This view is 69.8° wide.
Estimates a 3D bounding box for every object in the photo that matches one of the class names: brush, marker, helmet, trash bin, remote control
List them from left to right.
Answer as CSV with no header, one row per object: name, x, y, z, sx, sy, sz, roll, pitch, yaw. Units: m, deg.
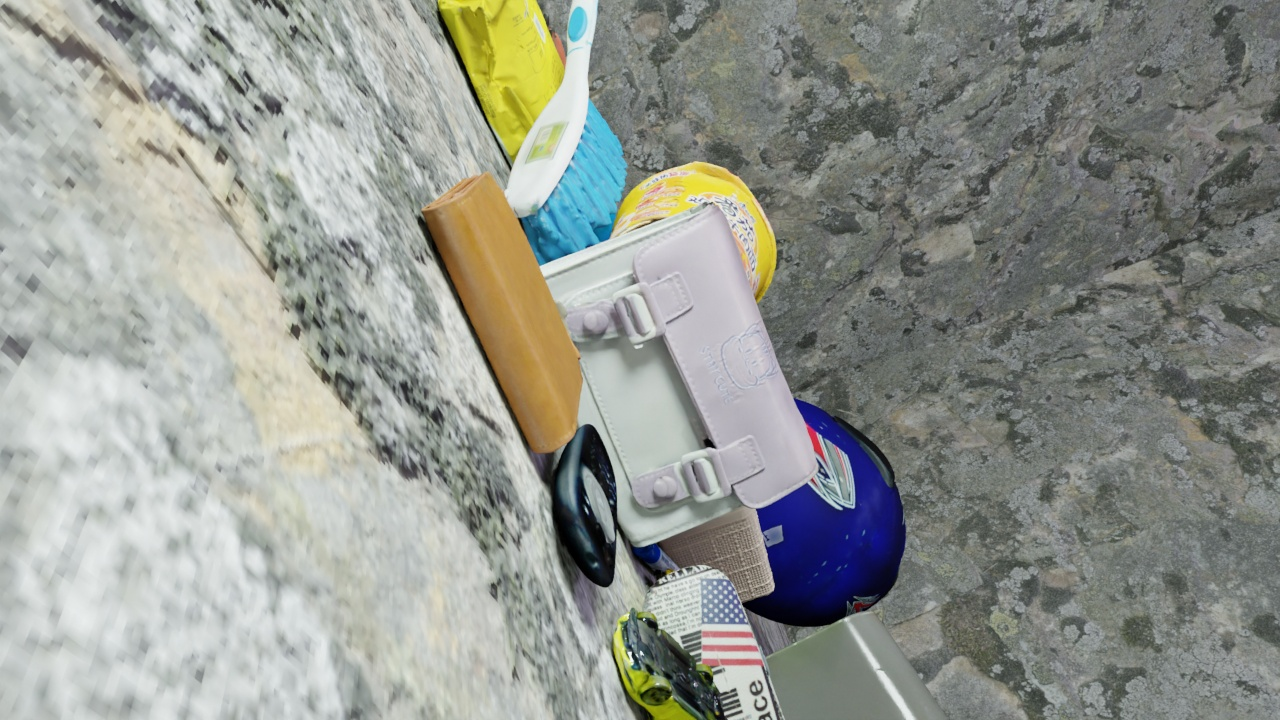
brush,-0.046,-0.214,0.742,0.109,0.061,0.313,53,41,-40
remote control,-0.029,0.073,0.479,0.136,0.024,0.053,-91,161,-74
marker,0.018,0.158,0.703,0.146,0.017,0.017,60,10,-62
helmet,0.166,0.156,1.091,0.240,0.247,0.315,42,12,-40
trash bin,0.180,0.342,0.735,0.219,0.198,0.199,65,2,33

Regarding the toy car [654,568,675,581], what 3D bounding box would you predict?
toy car,0.049,0.218,0.646,0.071,0.041,0.156,-14,81,-86

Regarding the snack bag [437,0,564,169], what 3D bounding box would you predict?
snack bag,-0.116,-0.278,0.807,0.246,0.068,0.158,-104,171,-52

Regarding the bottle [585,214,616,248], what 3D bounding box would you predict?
bottle,-0.039,-0.110,0.953,0.219,0.065,0.065,62,8,-59

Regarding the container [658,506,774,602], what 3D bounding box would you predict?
container,0.064,0.156,0.819,0.089,0.090,0.111,-103,173,-62

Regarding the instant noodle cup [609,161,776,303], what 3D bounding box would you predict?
instant noodle cup,0.030,-0.071,0.706,0.109,0.138,0.138,-58,128,-65

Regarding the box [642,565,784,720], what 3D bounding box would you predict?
box,0.051,0.206,0.559,0.081,0.075,0.163,24,47,-71

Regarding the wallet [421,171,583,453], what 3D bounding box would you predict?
wallet,-0.066,-0.030,0.476,0.107,0.031,0.132,-90,159,-70

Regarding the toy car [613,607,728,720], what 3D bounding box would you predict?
toy car,0.014,0.174,0.489,0.105,0.032,0.048,52,13,-33

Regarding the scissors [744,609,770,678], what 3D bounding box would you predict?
scissors,0.092,0.255,0.632,0.159,0.014,0.181,151,-77,-88

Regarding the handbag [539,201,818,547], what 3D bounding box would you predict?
handbag,0.022,0.009,0.620,0.098,0.145,0.197,-101,168,-78

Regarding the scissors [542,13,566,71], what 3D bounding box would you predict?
scissors,-0.099,-0.262,0.983,0.189,0.015,0.222,47,-38,33
